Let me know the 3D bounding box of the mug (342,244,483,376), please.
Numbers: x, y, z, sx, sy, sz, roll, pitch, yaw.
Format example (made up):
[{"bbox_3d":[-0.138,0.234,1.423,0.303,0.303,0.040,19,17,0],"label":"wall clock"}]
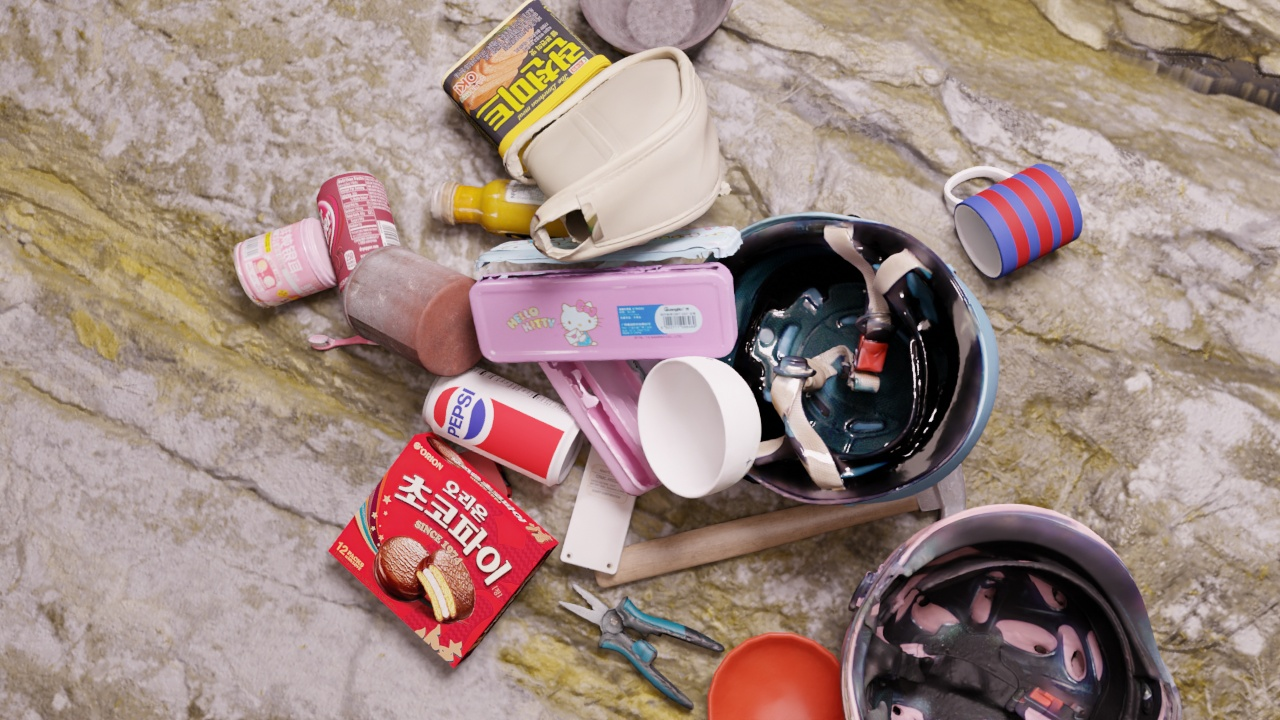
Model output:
[{"bbox_3d":[-0.179,-0.044,0.807,0.110,0.122,0.096,30,115,33],"label":"mug"}]

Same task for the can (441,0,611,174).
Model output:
[{"bbox_3d":[-0.105,-0.256,0.860,0.130,0.072,0.101,-43,77,-3],"label":"can"}]

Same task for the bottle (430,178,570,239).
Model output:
[{"bbox_3d":[-0.099,-0.138,0.848,0.186,0.053,0.053,6,81,6],"label":"bottle"}]

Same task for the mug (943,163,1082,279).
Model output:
[{"bbox_3d":[0.320,-0.134,0.809,0.076,0.075,0.112,-27,53,0],"label":"mug"}]

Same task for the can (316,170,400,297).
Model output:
[{"bbox_3d":[-0.258,-0.113,0.854,0.063,0.063,0.114,-18,80,2],"label":"can"}]

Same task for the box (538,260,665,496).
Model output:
[{"bbox_3d":[-0.008,0.009,0.816,0.155,0.059,0.201,-27,78,-33],"label":"box"}]

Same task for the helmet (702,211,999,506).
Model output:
[{"bbox_3d":[0.156,0.005,0.740,0.266,0.166,0.225,29,95,33],"label":"helmet"}]

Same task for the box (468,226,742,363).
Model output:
[{"bbox_3d":[-0.025,-0.058,0.747,0.214,0.092,0.090,-2,115,15],"label":"box"}]

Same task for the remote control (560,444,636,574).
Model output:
[{"bbox_3d":[-0.029,0.118,0.815,0.050,0.011,0.135,13,74,7],"label":"remote control"}]

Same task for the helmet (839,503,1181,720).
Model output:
[{"bbox_3d":[0.267,0.238,0.706,0.230,0.152,0.255,12,83,9],"label":"helmet"}]

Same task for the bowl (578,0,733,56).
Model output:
[{"bbox_3d":[0.017,-0.340,0.864,0.145,0.067,0.145,-1,81,5],"label":"bowl"}]

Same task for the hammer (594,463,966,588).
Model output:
[{"bbox_3d":[0.119,0.145,0.798,0.331,0.031,0.119,-14,80,2],"label":"hammer"}]

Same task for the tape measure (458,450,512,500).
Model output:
[{"bbox_3d":[-0.146,0.108,0.831,0.059,0.019,0.051,-7,78,11],"label":"tape measure"}]

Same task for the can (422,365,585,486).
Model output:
[{"bbox_3d":[-0.119,0.055,0.811,0.132,0.070,0.070,24,83,8],"label":"can"}]

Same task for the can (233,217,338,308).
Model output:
[{"bbox_3d":[-0.326,-0.091,0.854,0.076,0.067,0.067,-18,80,2],"label":"can"}]

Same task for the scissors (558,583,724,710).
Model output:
[{"bbox_3d":[0.004,0.244,0.797,0.120,0.019,0.150,-25,78,1],"label":"scissors"}]

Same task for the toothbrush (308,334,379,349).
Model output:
[{"bbox_3d":[-0.246,-0.021,0.862,0.135,0.016,0.021,-4,69,5],"label":"toothbrush"}]

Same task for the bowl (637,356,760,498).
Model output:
[{"bbox_3d":[0.049,0.048,0.692,0.054,0.105,0.105,-6,77,-37],"label":"bowl"}]

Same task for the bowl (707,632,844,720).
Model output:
[{"bbox_3d":[0.118,0.289,0.771,0.122,0.035,0.122,-1,81,5],"label":"bowl"}]

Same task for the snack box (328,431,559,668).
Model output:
[{"bbox_3d":[-0.173,0.163,0.803,0.152,0.035,0.133,39,98,10],"label":"snack box"}]

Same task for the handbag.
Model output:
[{"bbox_3d":[-0.011,-0.151,0.759,0.184,0.229,0.132,-26,119,-1],"label":"handbag"}]
